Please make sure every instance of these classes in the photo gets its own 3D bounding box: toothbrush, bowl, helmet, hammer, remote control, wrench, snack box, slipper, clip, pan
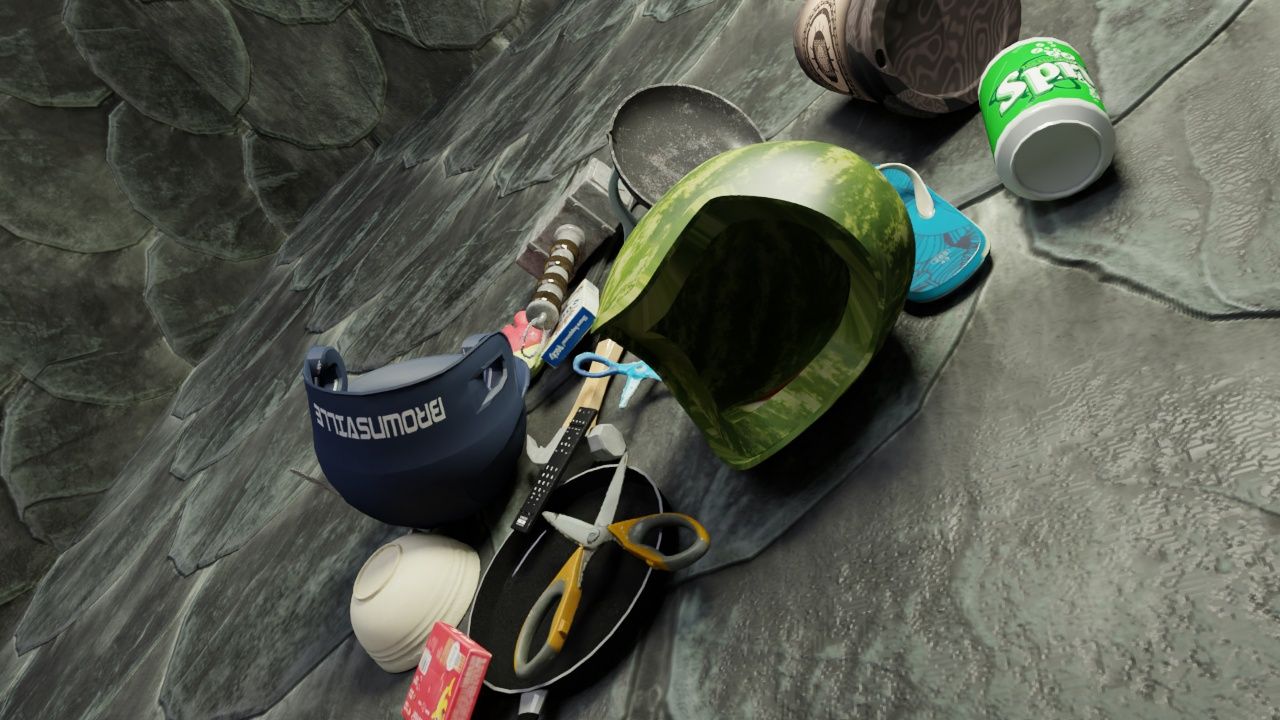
[{"bbox_3d":[-0.306,0.165,1.016,0.010,0.181,0.010,-44,29,22],"label":"toothbrush"},{"bbox_3d":[-0.247,0.238,0.954,0.151,0.075,0.150,-33,31,22],"label":"bowl"},{"bbox_3d":[0.098,-0.062,0.748,0.247,0.213,0.243,-45,9,7],"label":"helmet"},{"bbox_3d":[-0.234,0.065,1.018,0.232,0.223,0.271,-4,30,9],"label":"helmet"},{"bbox_3d":[-0.038,-0.004,1.041,0.131,0.039,0.327,-21,35,38],"label":"hammer"},{"bbox_3d":[-0.084,0.107,0.903,0.030,0.009,0.140,4,60,55],"label":"remote control"},{"bbox_3d":[-0.035,-0.190,1.303,0.073,0.018,0.272,-16,40,43],"label":"wrench"},{"bbox_3d":[-0.171,0.283,0.799,0.133,0.021,0.089,-9,59,64],"label":"snack box"},{"bbox_3d":[0.219,-0.139,0.860,0.118,0.060,0.294,-39,29,4],"label":"slipper"},{"bbox_3d":[-0.103,-0.120,1.172,0.177,0.079,0.325,-44,20,31],"label":"hammer"},{"bbox_3d":[0.025,-0.191,1.135,0.166,0.165,0.032,-13,34,16],"label":"clip"},{"bbox_3d":[-0.074,0.238,0.768,0.226,0.034,0.355,-25,34,33],"label":"pan"},{"bbox_3d":[0.054,-0.170,1.052,0.040,0.207,0.356,124,153,-60],"label":"pan"},{"bbox_3d":[-0.085,-0.047,1.121,0.082,0.026,0.150,-49,13,11],"label":"snack box"}]

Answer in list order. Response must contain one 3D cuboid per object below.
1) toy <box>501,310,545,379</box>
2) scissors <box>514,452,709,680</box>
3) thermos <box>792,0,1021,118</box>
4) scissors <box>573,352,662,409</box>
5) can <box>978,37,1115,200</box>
[{"bbox_3d":[-0.157,-0.015,1.200,0.092,0.045,0.135,-34,36,15],"label":"toy"},{"bbox_3d":[-0.038,0.167,0.765,0.226,0.016,0.229,3,52,53],"label":"scissors"},{"bbox_3d":[0.265,-0.351,0.977,0.173,0.172,0.226,-43,22,2],"label":"thermos"},{"bbox_3d":[-0.006,0.005,0.957,0.140,0.011,0.133,8,42,18],"label":"scissors"},{"bbox_3d":[0.333,-0.201,0.760,0.088,0.088,0.139,-26,33,31],"label":"can"}]
